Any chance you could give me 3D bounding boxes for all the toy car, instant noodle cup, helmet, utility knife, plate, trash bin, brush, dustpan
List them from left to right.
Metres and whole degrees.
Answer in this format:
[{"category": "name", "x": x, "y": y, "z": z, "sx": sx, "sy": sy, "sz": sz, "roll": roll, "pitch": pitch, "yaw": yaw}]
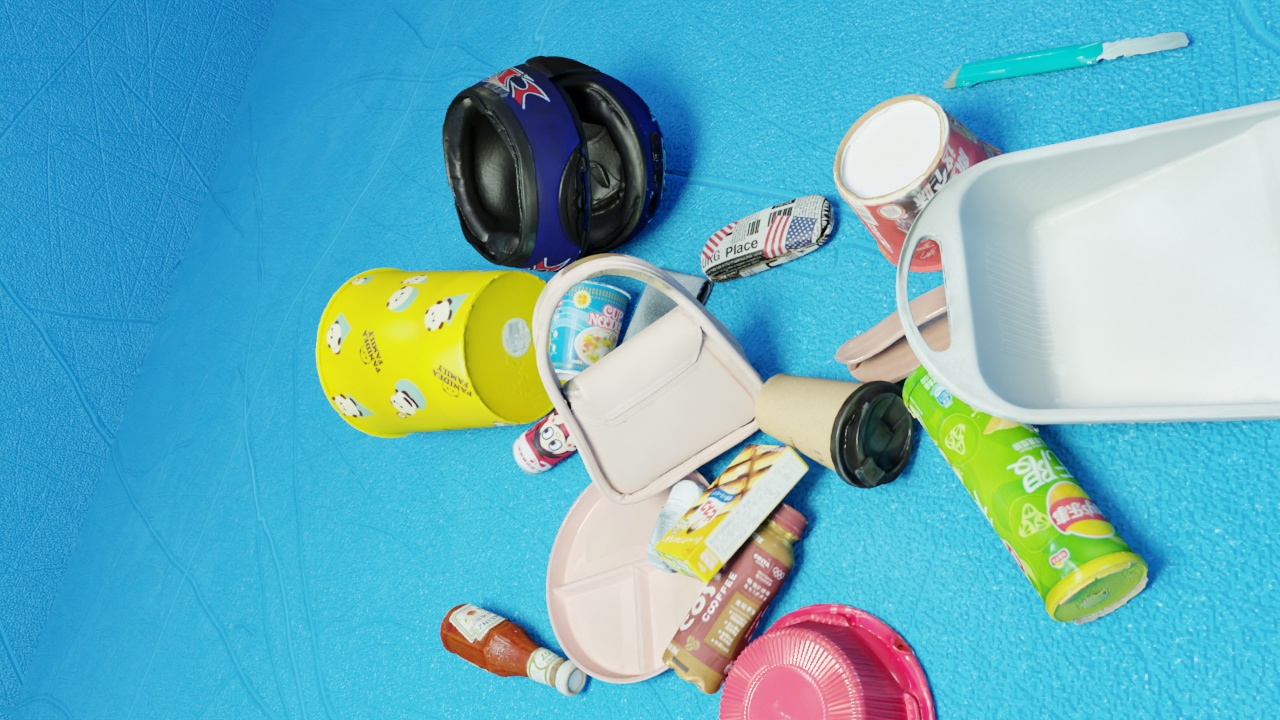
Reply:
[{"category": "trash bin", "x": -0.238, "y": -0.012, "z": 1.157, "sx": 0.256, "sy": 0.229, "sz": 0.229, "roll": -1, "pitch": 68, "yaw": 39}, {"category": "helmet", "x": -0.086, "y": -0.230, "z": 1.091, "sx": 0.315, "sy": 0.240, "sz": 0.248, "roll": 38, "pitch": 136, "yaw": 56}, {"category": "instant noodle cup", "x": -0.067, "y": -0.030, "z": 1.088, "sx": 0.099, "sy": 0.099, "sz": 0.110, "roll": -1, "pitch": 77, "yaw": 45}, {"category": "plate", "x": -0.002, "y": 0.208, "z": 0.928, "sx": 0.230, "sy": 0.028, "sz": 0.229, "roll": -21, "pitch": 55, "yaw": 33}, {"category": "toy car", "x": 0.034, "y": 0.158, "z": 0.880, "sx": 0.043, "sy": 0.034, "sz": 0.090, "roll": 9, "pitch": 72, "yaw": 47}, {"category": "instant noodle cup", "x": 0.131, "y": 0.286, "z": 0.730, "sx": 0.194, "sy": 0.065, "sz": 0.193, "roll": -23, "pitch": 55, "yaw": 36}, {"category": "instant noodle cup", "x": 0.248, "y": -0.162, "z": 0.823, "sx": 0.138, "sy": 0.108, "sz": 0.137, "roll": -23, "pitch": 55, "yaw": 36}, {"category": "brush", "x": 0.240, "y": -0.023, "z": 0.784, "sx": 0.146, "sy": 0.073, "sz": 0.063, "roll": -30, "pitch": 51, "yaw": 33}, {"category": "utility knife", "x": 0.374, "y": -0.269, "z": 0.826, "sx": 0.218, "sy": 0.013, "sz": 0.029, "roll": 8, "pitch": 73, "yaw": 49}, {"category": "dustpan", "x": 0.327, "y": -0.060, "z": 0.641, "sx": 0.258, "sy": 0.142, "sz": 0.222, "roll": -16, "pitch": 70, "yaw": 44}]

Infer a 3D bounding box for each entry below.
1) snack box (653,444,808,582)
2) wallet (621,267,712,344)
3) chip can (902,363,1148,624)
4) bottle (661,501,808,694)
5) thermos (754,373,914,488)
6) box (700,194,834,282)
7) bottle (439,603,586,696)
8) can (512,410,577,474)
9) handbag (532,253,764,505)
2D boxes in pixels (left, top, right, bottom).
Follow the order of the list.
[{"category": "snack box", "x": 0.080, "y": 0.134, "z": 0.828, "sx": 0.140, "sy": 0.034, "sz": 0.087, "roll": -47, "pitch": 10, "yaw": -14}, {"category": "wallet", "x": 0.025, "y": -0.046, "z": 1.054, "sx": 0.097, "sy": 0.019, "sz": 0.121, "roll": 19, "pitch": 84, "yaw": 50}, {"category": "chip can", "x": 0.277, "y": 0.084, "z": 0.687, "sx": 0.073, "sy": 0.072, "sz": 0.221, "roll": -43, "pitch": 44, "yaw": 20}, {"category": "bottle", "x": 0.088, "y": 0.205, "z": 0.813, "sx": 0.057, "sy": 0.057, "sz": 0.174, "roll": 23, "pitch": 77, "yaw": 49}, {"category": "thermos", "x": 0.168, "y": 0.054, "z": 0.806, "sx": 0.143, "sy": 0.093, "sz": 0.093, "roll": 17, "pitch": 81, "yaw": 56}, {"category": "box", "x": 0.133, "y": -0.127, "z": 0.977, "sx": 0.165, "sy": 0.051, "sz": 0.068, "roll": -15, "pitch": 69, "yaw": 41}, {"category": "bottle", "x": -0.139, "y": 0.314, "z": 0.991, "sx": 0.206, "sy": 0.059, "sz": 0.059, "roll": 5, "pitch": 72, "yaw": 44}, {"category": "can", "x": -0.087, "y": 0.082, "z": 1.069, "sx": 0.133, "sy": 0.053, "sz": 0.053, "roll": -35, "pitch": 48, "yaw": 27}, {"category": "handbag", "x": -0.005, "y": 0.005, "z": 0.874, "sx": 0.193, "sy": 0.234, "sz": 0.093, "roll": -35, "pitch": 27, "yaw": 3}]
